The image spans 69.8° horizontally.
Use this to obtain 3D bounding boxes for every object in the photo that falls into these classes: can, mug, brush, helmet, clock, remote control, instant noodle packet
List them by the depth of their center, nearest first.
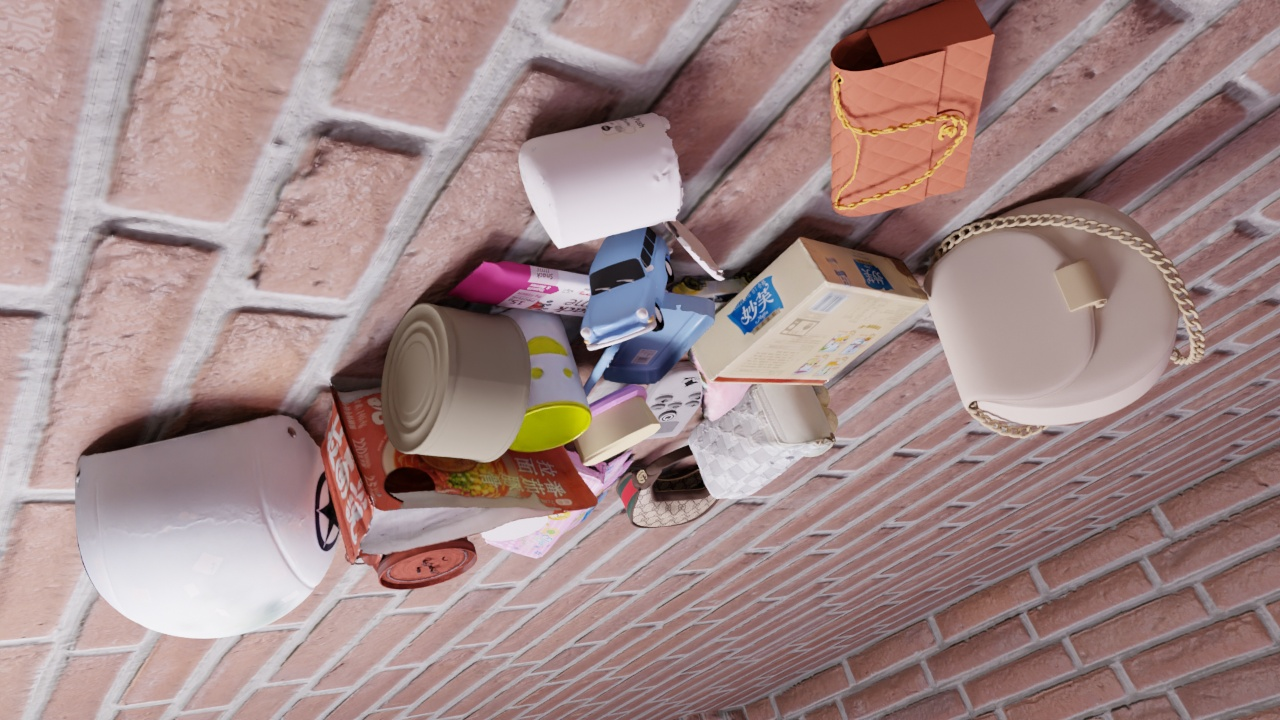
[{"bbox_3d":[-0.156,0.019,0.767,0.073,0.127,0.128,10,141,-38],"label":"can"},{"bbox_3d":[-0.096,0.017,0.819,0.082,0.106,0.083,-15,151,-8],"label":"mug"},{"bbox_3d":[-0.166,0.095,0.843,0.220,0.164,0.084,1,122,-30],"label":"instant noodle packet"},{"bbox_3d":[-0.397,0.179,0.872,0.236,0.163,0.265,-10,151,-14],"label":"helmet"},{"bbox_3d":[-0.025,0.072,0.946,0.089,0.043,0.229,-27,171,-2],"label":"brush"},{"bbox_3d":[-0.162,0.153,1.034,0.105,0.089,0.073,-30,149,20],"label":"mug"},{"bbox_3d":[0.035,0.049,1.041,0.074,0.019,0.151,-4,148,-25],"label":"remote control"},{"bbox_3d":[-0.278,0.225,1.113,0.157,0.072,0.121,-17,151,-4],"label":"clock"}]

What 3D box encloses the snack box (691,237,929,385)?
[{"bbox_3d":[0.167,-0.040,0.891,0.207,0.055,0.154,2,143,-49],"label":"snack box"}]

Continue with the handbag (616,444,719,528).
[{"bbox_3d":[0.055,0.160,1.210,0.166,0.063,0.139,4,136,-38],"label":"handbag"}]

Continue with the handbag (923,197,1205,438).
[{"bbox_3d":[0.399,-0.044,0.892,0.209,0.210,0.103,-20,153,19],"label":"handbag"}]

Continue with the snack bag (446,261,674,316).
[{"bbox_3d":[-0.063,-0.056,0.792,0.196,0.016,0.070,6,159,-37],"label":"snack bag"}]

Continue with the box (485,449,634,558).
[{"bbox_3d":[-0.091,0.180,1.155,0.158,0.066,0.231,-1,147,-30],"label":"box"}]

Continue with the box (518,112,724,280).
[{"bbox_3d":[-0.009,-0.106,0.665,0.136,0.083,0.144,-16,125,-7],"label":"box"}]

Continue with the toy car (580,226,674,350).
[{"bbox_3d":[-0.011,-0.060,0.716,0.056,0.153,0.055,-18,116,17],"label":"toy car"}]

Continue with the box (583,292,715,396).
[{"bbox_3d":[-0.011,-0.007,0.848,0.120,0.049,0.210,-23,168,-20],"label":"box"}]

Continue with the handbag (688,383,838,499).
[{"bbox_3d":[0.148,0.089,1.087,0.172,0.112,0.123,-38,153,31],"label":"handbag"}]

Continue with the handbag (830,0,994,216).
[{"bbox_3d":[0.200,-0.179,0.704,0.109,0.060,0.172,-16,152,4],"label":"handbag"}]

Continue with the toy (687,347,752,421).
[{"bbox_3d":[0.093,0.006,0.964,0.093,0.050,0.102,-35,131,-21],"label":"toy"}]

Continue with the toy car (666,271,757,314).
[{"bbox_3d":[0.070,-0.056,0.867,0.105,0.033,0.048,-8,148,-21],"label":"toy car"}]
